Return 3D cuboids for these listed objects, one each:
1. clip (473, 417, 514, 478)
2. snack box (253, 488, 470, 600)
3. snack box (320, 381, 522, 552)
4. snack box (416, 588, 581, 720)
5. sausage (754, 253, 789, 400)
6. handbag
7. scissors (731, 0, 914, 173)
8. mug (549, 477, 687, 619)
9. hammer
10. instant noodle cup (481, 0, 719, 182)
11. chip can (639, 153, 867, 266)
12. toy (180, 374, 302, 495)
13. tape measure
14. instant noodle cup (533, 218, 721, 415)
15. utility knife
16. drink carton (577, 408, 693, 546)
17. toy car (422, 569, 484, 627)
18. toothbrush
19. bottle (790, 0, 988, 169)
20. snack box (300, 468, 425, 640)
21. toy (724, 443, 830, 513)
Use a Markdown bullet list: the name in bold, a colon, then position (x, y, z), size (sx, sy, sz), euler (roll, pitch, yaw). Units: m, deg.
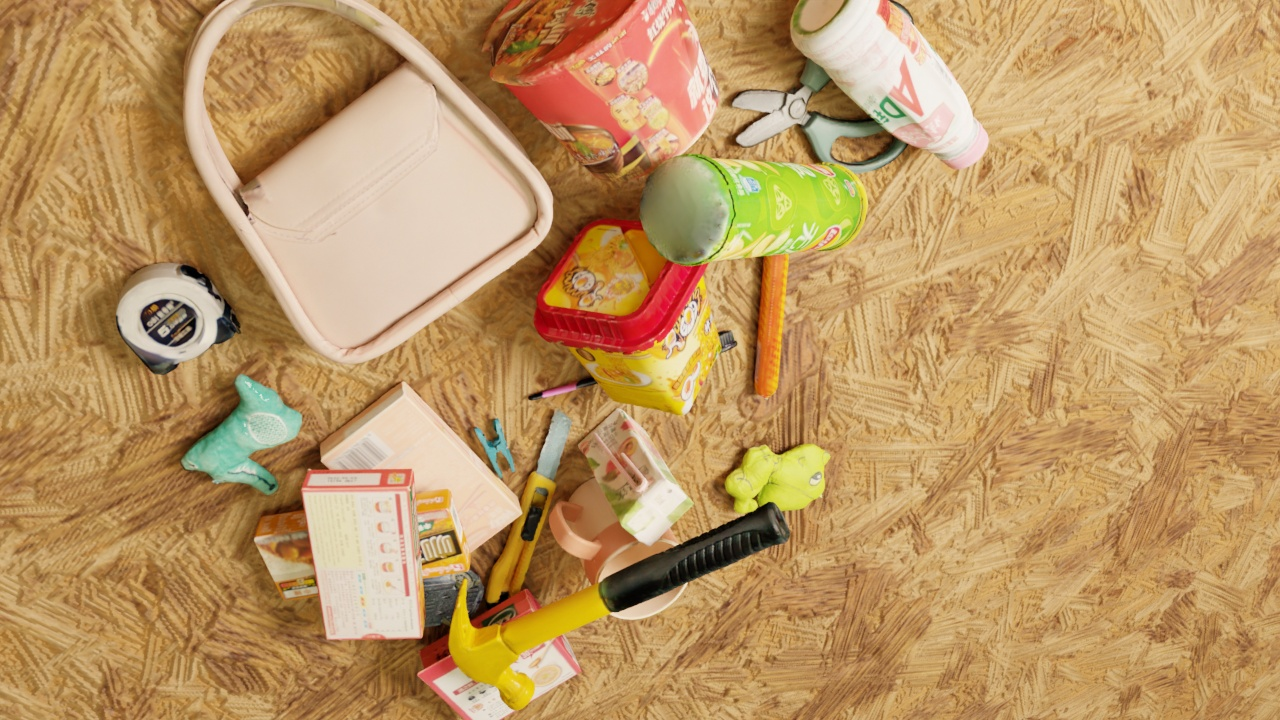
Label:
- **clip**: position (-0.120, 0.074, 0.767), size (0.047, 0.014, 0.057), euler (-23, 123, -12)
- **snack box**: position (-0.219, 0.147, 0.733), size (0.154, 0.026, 0.075), euler (-9, 126, -1)
- **snack box**: position (-0.176, 0.098, 0.748), size (0.084, 0.026, 0.157), euler (-37, 123, 0)
- **snack box**: position (-0.130, 0.268, 0.833), size (0.113, 0.044, 0.127), euler (-29, 133, -5)
- **sausage**: position (0.114, -0.037, 0.798), size (0.021, 0.021, 0.165), euler (-9, 119, -18)
- **handbag**: position (-0.190, -0.133, 0.602), size (0.193, 0.093, 0.234), euler (-37, 115, 0)
- **scissors**: position (0.155, -0.196, 0.736), size (0.177, 0.019, 0.171), euler (-35, 124, -4)
- **mug**: position (-0.027, 0.153, 0.789), size (0.114, 0.106, 0.082), euler (23, 105, -30)
- **hammer**: position (-0.024, 0.184, 0.719), size (0.301, 0.032, 0.129), euler (-28, 118, 18)
- **instant noodle cup**: position (-0.017, -0.194, 0.605), size (0.138, 0.138, 0.108), euler (-40, 131, 1)
- **chip can**: position (0.087, -0.109, 0.660), size (0.220, 0.072, 0.073), euler (-14, 125, -52)
- **toy**: position (-0.293, 0.061, 0.683), size (0.092, 0.030, 0.096), euler (-36, 131, 4)
- **tape measure**: position (-0.317, -0.032, 0.621), size (0.065, 0.033, 0.066), euler (-28, 125, -8)
- **instant noodle cup**: position (0.000, -0.028, 0.698), size (0.116, 0.116, 0.124), euler (-60, 143, -28)
- **utility knife**: position (-0.099, 0.138, 0.806), size (0.033, 0.015, 0.216), euler (9, 112, -29)
- **drink carton**: position (-0.008, 0.092, 0.757), size (0.053, 0.122, 0.045), euler (-44, 121, 4)
- **toy car**: position (-0.195, 0.205, 0.792), size (0.120, 0.037, 0.054), euler (4, 118, -34)
- **toothbrush**: position (-0.005, 0.005, 0.778), size (0.189, 0.014, 0.018), euler (-15, 110, -14)
- **bottle**: position (0.197, -0.212, 0.698), size (0.196, 0.068, 0.068), euler (29, 102, -35)
- **snack box**: position (-0.208, 0.151, 0.701), size (0.077, 0.027, 0.156), euler (1, 121, -6)
- **toy**: position (0.132, 0.114, 0.879), size (0.100, 0.031, 0.097), euler (31, 101, -27)
